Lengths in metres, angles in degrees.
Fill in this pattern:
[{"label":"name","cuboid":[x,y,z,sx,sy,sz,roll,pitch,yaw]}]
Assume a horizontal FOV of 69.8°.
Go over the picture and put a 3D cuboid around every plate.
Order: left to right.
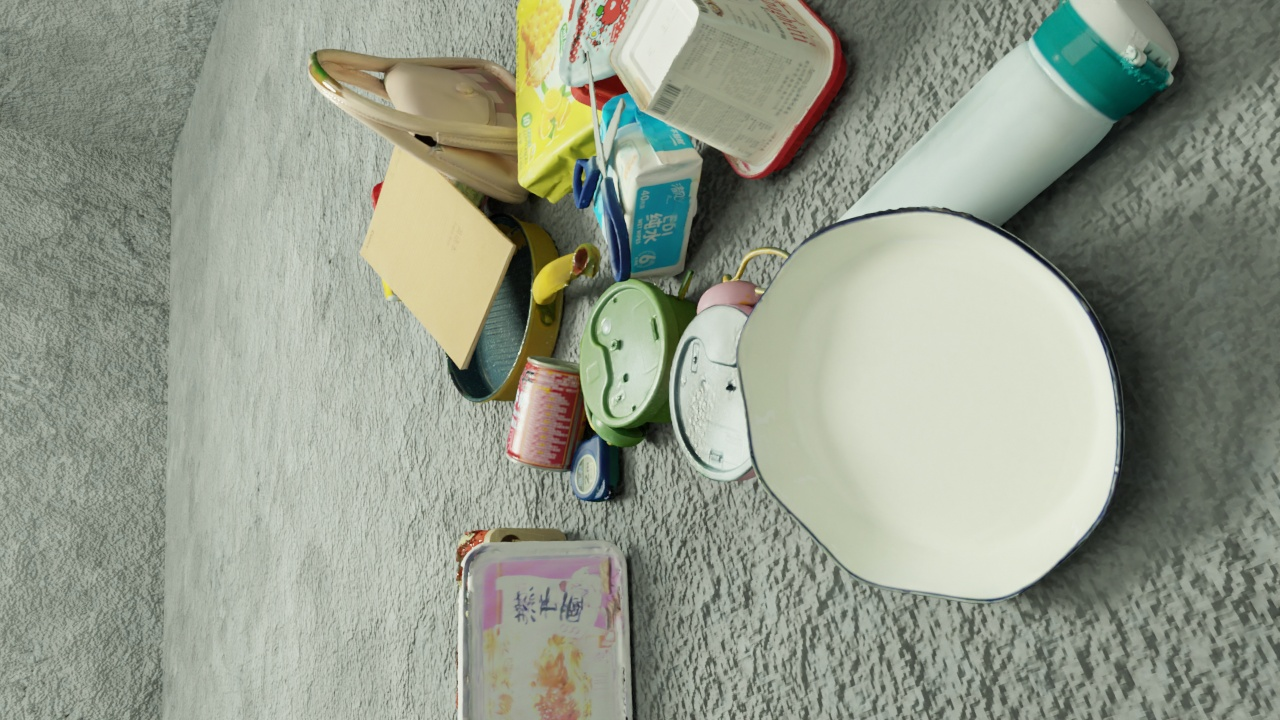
[{"label":"plate","cuboid":[0.147,0.022,0.483,0.205,0.045,0.205,11,108,38]}]

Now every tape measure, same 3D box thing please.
[{"label":"tape measure","cuboid":[-0.038,0.095,0.794,0.055,0.025,0.058,-26,59,51]}]

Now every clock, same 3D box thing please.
[{"label":"clock","cuboid":[-0.004,0.004,0.738,0.162,0.056,0.116,-37,55,45]},{"label":"clock","cuboid":[0.076,0.003,0.614,0.117,0.059,0.158,13,101,58]}]

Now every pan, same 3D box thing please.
[{"label":"pan","cuboid":[-0.114,-0.061,0.883,0.358,0.078,0.197,-8,77,54]}]

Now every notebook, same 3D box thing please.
[{"label":"notebook","cuboid":[-0.212,-0.113,0.935,0.211,0.012,0.150,45,123,29]}]

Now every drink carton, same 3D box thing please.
[{"label":"drink carton","cuboid":[-0.193,-0.177,1.007,0.054,0.045,0.122,-53,17,36]}]

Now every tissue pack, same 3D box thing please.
[{"label":"tissue pack","cuboid":[0.005,-0.133,0.719,0.140,0.063,0.090,98,155,-52]}]

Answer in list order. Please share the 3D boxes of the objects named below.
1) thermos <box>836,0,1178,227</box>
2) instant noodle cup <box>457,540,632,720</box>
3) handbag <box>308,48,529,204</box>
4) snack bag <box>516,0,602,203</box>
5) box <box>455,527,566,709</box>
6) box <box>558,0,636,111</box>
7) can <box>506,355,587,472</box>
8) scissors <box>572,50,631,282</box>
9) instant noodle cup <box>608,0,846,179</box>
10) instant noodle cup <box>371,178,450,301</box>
[{"label":"thermos","cuboid":[0.177,-0.102,0.499,0.225,0.073,0.073,-47,48,39]},{"label":"instant noodle cup","cuboid":[-0.081,0.237,0.750,0.060,0.138,0.173,133,136,-69]},{"label":"handbag","cuboid":[-0.221,-0.258,0.934,0.094,0.233,0.193,-62,40,26]},{"label":"snack bag","cuboid":[-0.052,-0.278,0.848,0.158,0.068,0.246,-23,65,51]},{"label":"box","cuboid":[-0.121,0.237,0.826,0.077,0.091,0.168,-19,68,48]},{"label":"box","cuboid":[-0.002,-0.301,0.721,0.098,0.095,0.201,149,134,-67]},{"label":"can","cuboid":[-0.081,0.047,0.827,0.066,0.066,0.094,19,99,54]},{"label":"scissors","cuboid":[-0.028,-0.140,0.688,0.174,0.012,0.162,135,124,-71]},{"label":"instant noodle cup","cuboid":[0.056,-0.204,0.635,0.117,0.124,0.116,-55,44,32]},{"label":"instant noodle cup","cuboid":[-0.259,-0.138,1.082,0.124,0.116,0.116,-64,38,42]}]
